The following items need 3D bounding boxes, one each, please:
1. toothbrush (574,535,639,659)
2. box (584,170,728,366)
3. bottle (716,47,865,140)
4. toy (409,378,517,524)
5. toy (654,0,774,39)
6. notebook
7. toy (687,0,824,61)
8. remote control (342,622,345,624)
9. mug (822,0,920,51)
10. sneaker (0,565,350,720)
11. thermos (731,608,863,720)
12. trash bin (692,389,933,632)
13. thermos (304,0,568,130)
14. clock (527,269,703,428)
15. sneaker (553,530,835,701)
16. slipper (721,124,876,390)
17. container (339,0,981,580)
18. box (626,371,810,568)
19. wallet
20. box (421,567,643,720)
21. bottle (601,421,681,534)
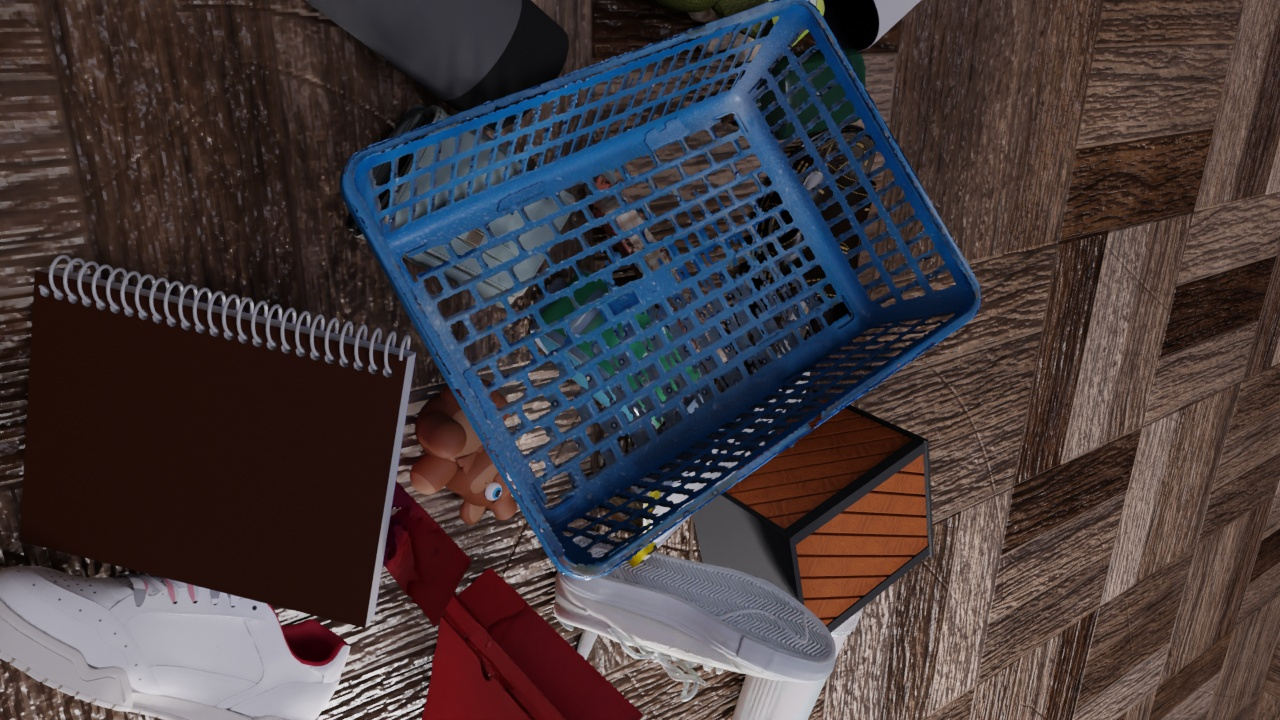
[{"bbox_3d":[-0.027,0.199,0.828,0.017,0.016,0.189,23,93,-31],"label":"toothbrush"},{"bbox_3d":[0.015,-0.067,0.717,0.042,0.082,0.187,-37,130,-2],"label":"box"},{"bbox_3d":[0.115,-0.212,0.737,0.131,0.061,0.061,-20,117,-30],"label":"bottle"},{"bbox_3d":[-0.119,0.074,0.674,0.094,0.065,0.128,-49,134,-29],"label":"toy"},{"bbox_3d":[0.047,-0.316,0.630,0.179,0.078,0.153,24,99,-24],"label":"toy"},{"bbox_3d":[-0.239,0.046,0.511,0.209,0.022,0.172,13,103,3],"label":"notebook"},{"bbox_3d":[0.089,-0.276,0.703,0.115,0.046,0.092,-29,123,-15],"label":"toy"},{"bbox_3d":[-0.225,0.122,0.635,0.015,0.032,0.136,-31,124,-38],"label":"remote control"},{"bbox_3d":[0.188,-0.321,0.729,0.096,0.078,0.112,-44,148,-15],"label":"mug"},{"bbox_3d":[-0.282,0.162,0.575,0.236,0.090,0.104,44,71,-39],"label":"sneaker"},{"bbox_3d":[0.160,0.312,0.968,0.099,0.099,0.221,7,107,-39],"label":"thermos"},{"bbox_3d":[0.161,0.146,0.866,0.171,0.140,0.140,-29,123,-26],"label":"trash bin"},{"bbox_3d":[-0.153,-0.226,0.512,0.240,0.082,0.082,31,88,-41],"label":"thermos"},{"bbox_3d":[-0.004,0.004,0.689,0.075,0.122,0.161,-49,118,-10],"label":"clock"},{"bbox_3d":[0.040,0.226,0.774,0.089,0.242,0.091,-52,157,-64],"label":"sneaker"},{"bbox_3d":[0.149,-0.077,0.808,0.112,0.076,0.268,14,99,-41],"label":"slipper"},{"bbox_3d":[0.024,-0.059,0.585,0.361,0.089,0.257,-29,89,-28],"label":"container"},{"bbox_3d":[0.067,0.082,0.757,0.209,0.036,0.130,-38,158,-31],"label":"box"},{"bbox_3d":[-0.115,-0.099,0.612,0.131,0.054,0.100,24,102,-45],"label":"wallet"},{"bbox_3d":[-0.090,0.287,0.683,0.153,0.215,0.164,-42,129,-18],"label":"box"},{"bbox_3d":[0.010,0.093,0.785,0.105,0.056,0.056,-45,129,-14],"label":"bottle"}]
